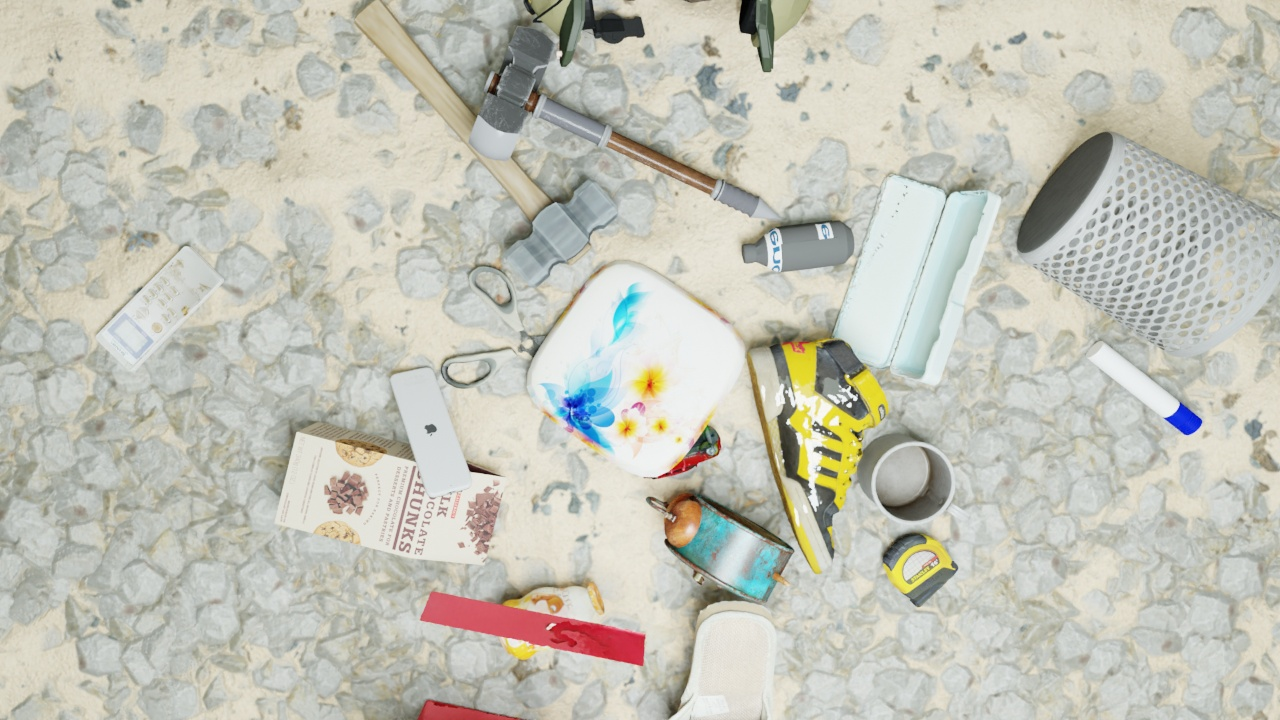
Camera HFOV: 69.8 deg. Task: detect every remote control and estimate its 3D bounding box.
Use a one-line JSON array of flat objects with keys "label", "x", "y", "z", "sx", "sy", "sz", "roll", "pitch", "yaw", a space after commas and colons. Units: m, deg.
[{"label": "remote control", "x": -0.493, "y": -0.053, "z": 0.941, "sx": 0.136, "sy": 0.011, "sz": 0.050, "roll": -44, "pitch": 94, "yaw": 2}, {"label": "remote control", "x": -0.209, "y": 0.069, "z": 0.913, "sx": 0.045, "sy": 0.008, "sz": 0.146, "roll": -13, "pitch": 59, "yaw": -23}]

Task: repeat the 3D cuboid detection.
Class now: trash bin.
[{"label": "trash bin", "x": 0.485, "y": -0.116, "z": 0.887, "sx": 0.183, "sy": 0.156, "sz": 0.156, "roll": 30, "pitch": 93, "yaw": -1}]

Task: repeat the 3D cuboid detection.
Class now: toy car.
[{"label": "toy car", "x": 0.040, "y": 0.095, "z": 0.949, "sx": 0.091, "sy": 0.042, "sz": 0.036, "roll": -21, "pitch": 125, "yaw": 7}]

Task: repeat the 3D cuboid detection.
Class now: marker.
[{"label": "marker", "x": 0.527, "y": 0.029, "z": 0.963, "sx": 0.133, "sy": 0.027, "sz": 0.023, "roll": 38, "pitch": 93, "yaw": -2}]

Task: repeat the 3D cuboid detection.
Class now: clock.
[{"label": "clock", "x": 0.071, "y": 0.183, "z": 0.920, "sx": 0.157, "sy": 0.121, "sz": 0.073, "roll": 30, "pitch": 89, "yaw": 2}]

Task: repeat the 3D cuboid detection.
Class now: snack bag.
[{"label": "snack bag", "x": -0.247, "y": 0.138, "z": 0.933, "sx": 0.206, "sy": 0.070, "sz": 0.094, "roll": 15, "pitch": 94, "yaw": -3}]

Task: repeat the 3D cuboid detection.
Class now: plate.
[{"label": "plate", "x": -0.006, "y": 0.005, "z": 0.928, "sx": 0.187, "sy": 0.016, "sz": 0.187, "roll": 34, "pitch": 86, "yaw": 7}]

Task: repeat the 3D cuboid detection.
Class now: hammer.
[{"label": "hammer", "x": -0.166, "y": -0.226, "z": 0.918, "sx": 0.117, "sy": 0.051, "sz": 0.323, "roll": -41, "pitch": 92, "yaw": 0}, {"label": "hammer", "x": -0.001, "y": -0.206, "z": 0.910, "sx": 0.322, "sy": 0.043, "sz": 0.155, "roll": 23, "pitch": 59, "yaw": -13}]

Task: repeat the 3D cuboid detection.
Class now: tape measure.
[{"label": "tape measure", "x": 0.291, "y": 0.215, "z": 0.967, "sx": 0.064, "sy": 0.037, "sz": 0.065, "roll": 44, "pitch": 90, "yaw": -5}]

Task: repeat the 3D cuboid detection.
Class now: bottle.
[{"label": "bottle", "x": 0.159, "y": -0.115, "z": 0.932, "sx": 0.112, "sy": 0.047, "sz": 0.047, "roll": -7, "pitch": 95, "yaw": 0}, {"label": "bottle", "x": -0.093, "y": 0.265, "z": 0.950, "sx": 0.109, "sy": 0.063, "sz": 0.063, "roll": -22, "pitch": 95, "yaw": 0}]

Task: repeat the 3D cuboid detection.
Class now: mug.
[{"label": "mug", "x": 0.282, "y": 0.128, "z": 0.942, "sx": 0.113, "sy": 0.070, "sz": 0.084, "roll": 34, "pitch": 93, "yaw": -4}]

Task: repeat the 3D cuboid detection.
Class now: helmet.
[{"label": "helmet", "x": 0.024, "y": -0.365, "z": 0.793, "sx": 0.250, "sy": 0.255, "sz": 0.233, "roll": 1, "pitch": 98, "yaw": -3}]

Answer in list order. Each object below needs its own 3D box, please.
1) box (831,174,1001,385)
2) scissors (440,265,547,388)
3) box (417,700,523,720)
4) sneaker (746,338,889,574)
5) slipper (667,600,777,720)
[{"label": "box", "x": 0.275, "y": -0.083, "z": 0.926, "sx": 0.122, "sy": 0.078, "sz": 0.197, "roll": 18, "pitch": 93, "yaw": 16}, {"label": "scissors", "x": -0.135, "y": -0.019, "z": 0.951, "sx": 0.157, "sy": 0.012, "sz": 0.170, "roll": -35, "pitch": 95, "yaw": 2}, {"label": "box", "x": -0.128, "y": 0.407, "z": 0.810, "sx": 0.211, "sy": 0.379, "sz": 0.123, "roll": 13, "pitch": 78, "yaw": -2}, {"label": "sneaker", "x": 0.192, "y": 0.089, "z": 0.925, "sx": 0.122, "sy": 0.086, "sz": 0.238, "roll": -16, "pitch": 98, "yaw": 3}, {"label": "slipper", "x": 0.081, "y": 0.360, "z": 0.930, "sx": 0.115, "sy": 0.052, "sz": 0.263, "roll": 5, "pitch": 114, "yaw": -3}]
